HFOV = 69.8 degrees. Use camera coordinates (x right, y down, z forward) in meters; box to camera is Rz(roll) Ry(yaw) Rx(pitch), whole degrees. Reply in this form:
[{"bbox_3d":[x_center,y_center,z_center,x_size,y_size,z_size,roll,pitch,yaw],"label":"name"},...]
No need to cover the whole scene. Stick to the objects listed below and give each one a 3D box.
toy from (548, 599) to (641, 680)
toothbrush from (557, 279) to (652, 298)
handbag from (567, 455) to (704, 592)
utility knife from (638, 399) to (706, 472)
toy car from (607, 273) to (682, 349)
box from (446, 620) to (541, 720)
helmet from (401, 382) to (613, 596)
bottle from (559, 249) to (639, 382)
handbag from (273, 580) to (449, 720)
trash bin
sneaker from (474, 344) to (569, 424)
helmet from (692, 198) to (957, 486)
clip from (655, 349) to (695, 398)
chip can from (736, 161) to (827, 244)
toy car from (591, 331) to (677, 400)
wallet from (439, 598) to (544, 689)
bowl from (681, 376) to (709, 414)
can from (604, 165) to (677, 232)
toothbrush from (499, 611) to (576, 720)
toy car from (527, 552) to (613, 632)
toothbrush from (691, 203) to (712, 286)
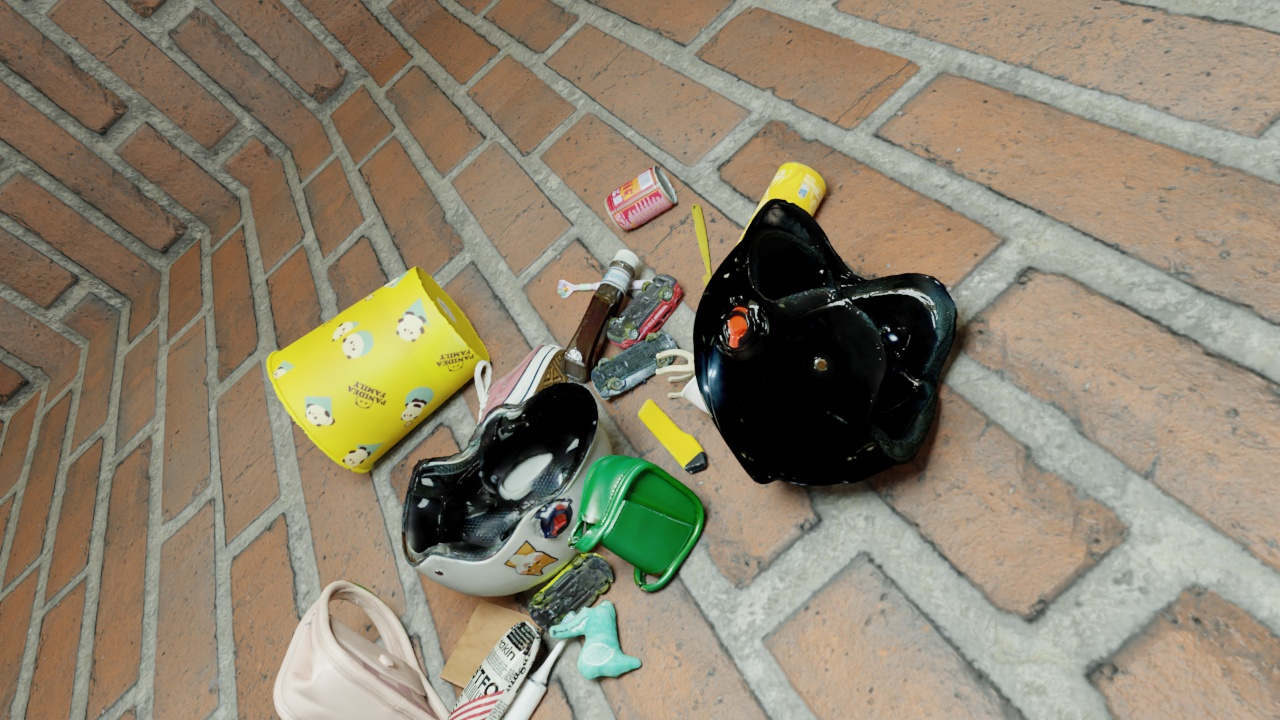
[{"bbox_3d":[-0.049,0.293,0.962,0.096,0.030,0.091,-14,40,5],"label":"toy"},{"bbox_3d":[-0.052,-0.109,1.349,0.190,0.029,0.021,1,18,41],"label":"toothbrush"},{"bbox_3d":[-0.006,0.167,0.963,0.068,0.131,0.120,8,64,50],"label":"handbag"},{"bbox_3d":[0.037,0.088,1.090,0.033,0.015,0.156,-39,37,-4],"label":"utility knife"},{"bbox_3d":[0.008,-0.062,1.230,0.120,0.045,0.053,-46,35,-11],"label":"toy car"},{"bbox_3d":[-0.162,0.349,0.970,0.069,0.052,0.164,14,65,53],"label":"box"},{"bbox_3d":[-0.133,0.167,1.057,0.274,0.157,0.230,-35,32,-3],"label":"helmet"},{"bbox_3d":[-0.053,-0.066,1.265,0.044,0.080,0.194,23,67,4],"label":"bottle"},{"bbox_3d":[-0.313,0.341,1.046,0.093,0.193,0.234,-41,28,1],"label":"handbag"},{"bbox_3d":[-0.384,0.006,1.392,0.255,0.229,0.229,-36,38,1],"label":"trash bin"},{"bbox_3d":[-0.181,0.072,1.229,0.088,0.118,0.240,8,52,29],"label":"sneaker"},{"bbox_3d":[0.159,-0.009,0.878,0.231,0.232,0.274,-38,77,33],"label":"helmet"},{"bbox_3d":[0.060,0.006,1.106,0.102,0.095,0.035,-30,38,35],"label":"clip"},{"bbox_3d":[0.161,-0.148,1.152,0.072,0.072,0.213,9,60,46],"label":"chip can"},{"bbox_3d":[-0.007,0.007,1.189,0.120,0.037,0.054,-31,39,1],"label":"toy car"},{"bbox_3d":[-0.169,0.332,1.048,0.115,0.020,0.101,5,58,41],"label":"wallet"},{"bbox_3d":[0.111,0.029,1.026,0.118,0.118,0.064,-39,77,7],"label":"bowl"},{"bbox_3d":[0.000,-0.243,1.387,0.094,0.066,0.066,-28,40,19],"label":"can"},{"bbox_3d":[-0.126,0.366,0.970,0.026,0.027,0.220,30,74,10],"label":"toothbrush"},{"bbox_3d":[-0.077,0.254,1.017,0.105,0.048,0.032,-43,9,3],"label":"toy car"},{"bbox_3d":[0.086,-0.160,1.273,0.016,0.016,0.189,-25,42,19],"label":"toothbrush"}]
